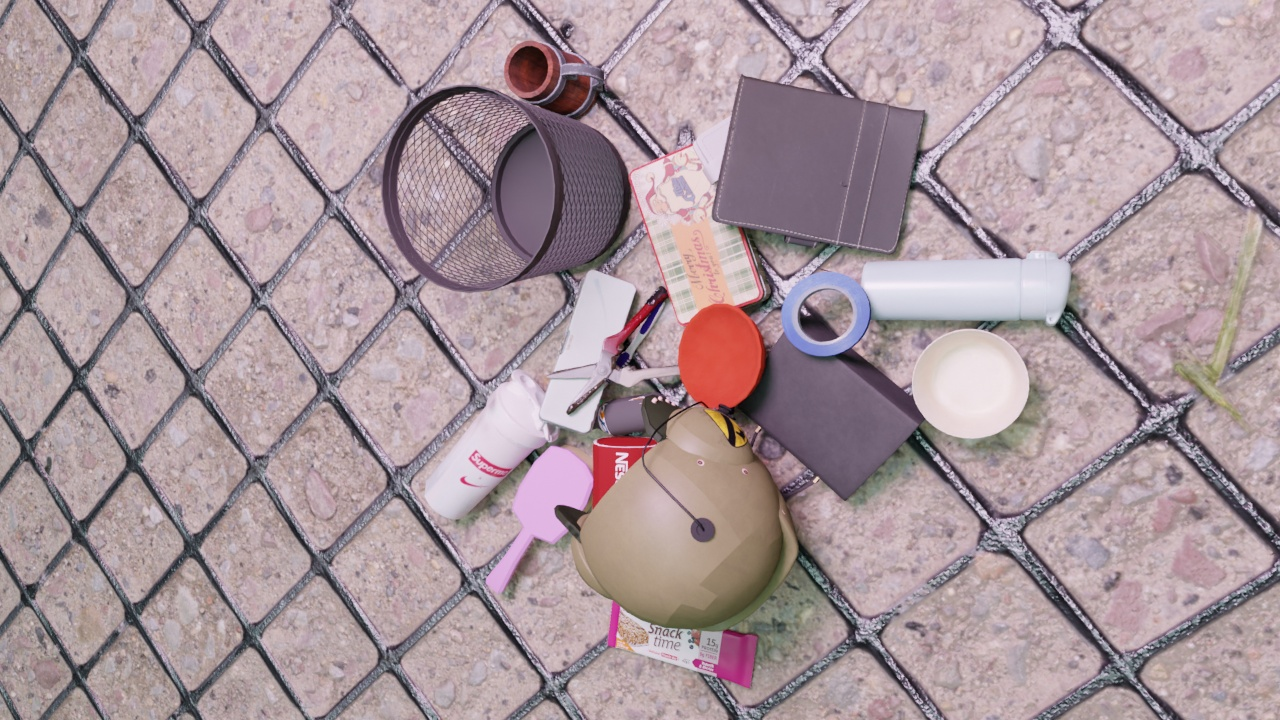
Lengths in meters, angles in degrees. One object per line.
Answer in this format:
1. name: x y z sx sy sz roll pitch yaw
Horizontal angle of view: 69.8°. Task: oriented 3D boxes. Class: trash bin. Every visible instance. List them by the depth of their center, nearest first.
1. trash bin: -0.143 -0.197 1.078 0.218 0.226 0.218 4 100 23

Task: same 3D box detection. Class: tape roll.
1. tape roll: 0.200 -0.050 0.990 0.091 0.016 0.093 28 98 18

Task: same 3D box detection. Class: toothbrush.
1. toothbrush: -0.021 -0.001 1.166 0.016 0.015 0.187 38 107 11

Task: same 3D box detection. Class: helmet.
1. helmet: 0.052 0.179 1.010 0.233 0.255 0.251 44 110 16

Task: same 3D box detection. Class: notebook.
1. notebook: 0.194 -0.210 1.010 0.209 0.029 0.169 11 100 0

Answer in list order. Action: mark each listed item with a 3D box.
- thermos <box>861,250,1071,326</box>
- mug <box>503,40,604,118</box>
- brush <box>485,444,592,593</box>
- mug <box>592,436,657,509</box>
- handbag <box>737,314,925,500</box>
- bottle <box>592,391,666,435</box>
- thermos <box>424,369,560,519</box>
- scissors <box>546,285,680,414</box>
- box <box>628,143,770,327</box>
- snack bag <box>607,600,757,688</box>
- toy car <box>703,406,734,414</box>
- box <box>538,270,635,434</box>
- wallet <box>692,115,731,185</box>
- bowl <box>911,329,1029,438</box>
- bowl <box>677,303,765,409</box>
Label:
1. thermos: 0.344 -0.076 0.978 0.207 0.065 0.078 1 86 23
2. mug: -0.093 -0.342 1.114 0.117 0.111 0.081 6 97 22
3. brush: -0.134 0.214 1.217 0.089 0.043 0.229 38 108 16
4. mug: -0.001 0.148 1.139 0.116 0.080 0.096 1 95 0
5. handbag: 0.195 0.081 1.058 0.176 0.072 0.196 42 114 16
6. bottle: -0.018 0.069 1.154 0.113 0.047 0.047 -11 90 23
7. thermos: -0.195 0.118 1.214 0.099 0.099 0.221 49 115 12
8. scissors: -0.006 -0.003 1.116 0.179 0.015 0.198 24 81 -4
9. box: 0.071 -0.151 1.097 0.118 0.050 0.205 -18 88 24
10. snack bag: 0.049 0.357 1.168 0.197 0.016 0.070 10 97 22
11. toy car: 0.100 0.018 1.104 0.040 0.037 0.092 12 99 21
12. box: -0.064 -0.009 1.134 0.083 0.067 0.198 14 81 17
13. wallet: 0.133 -0.228 1.046 0.118 0.037 0.115 -33 93 -5
14. bowl: 0.354 0.022 0.984 0.115 0.062 0.115 2 95 23
15. bowl: 0.100 -0.004 1.056 0.122 0.035 0.122 -3 86 44
